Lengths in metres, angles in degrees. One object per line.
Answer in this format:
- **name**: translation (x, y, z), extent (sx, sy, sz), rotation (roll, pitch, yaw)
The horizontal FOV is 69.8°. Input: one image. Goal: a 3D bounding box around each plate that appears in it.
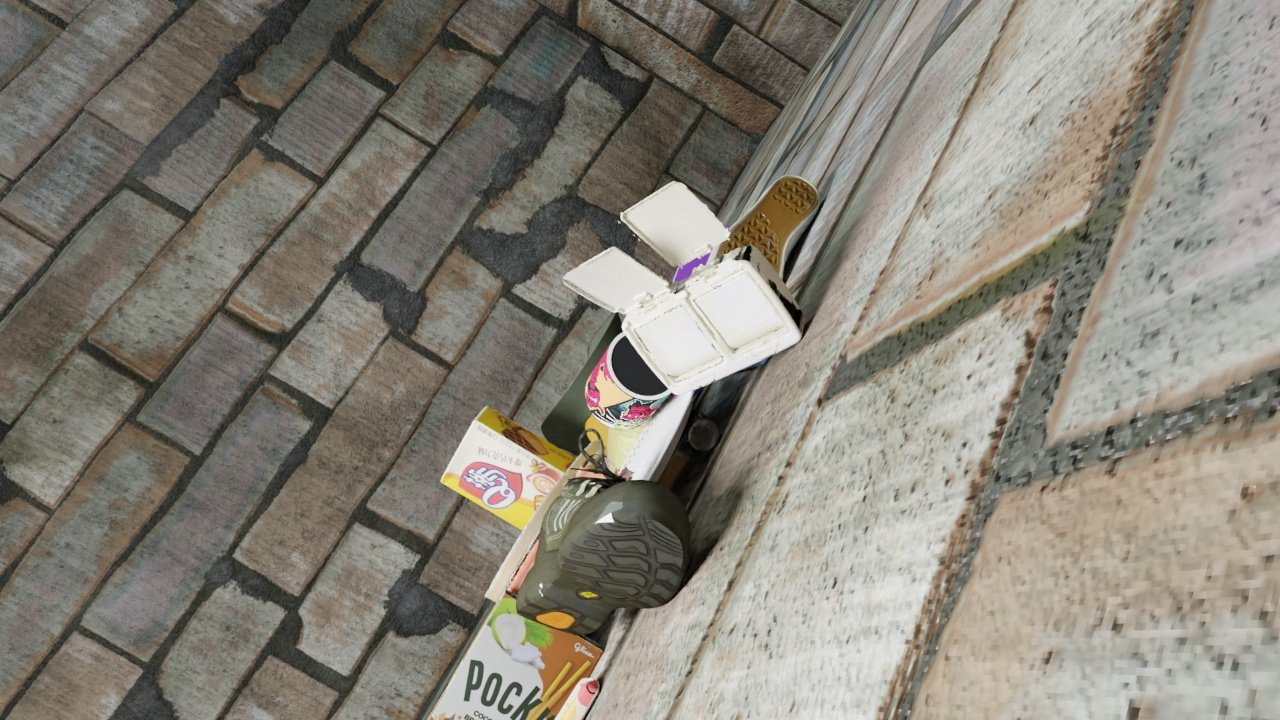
- **plate**: translation (0.005, 0.106, 0.929), extent (0.242, 0.016, 0.242), rotation (-59, 4, 6)
- **plate**: translation (-0.015, 0.087, 1.122), extent (0.184, 0.036, 0.184), rotation (-173, 91, -78)

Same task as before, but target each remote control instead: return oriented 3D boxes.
- **remote control**: translation (-0.071, 0.310, 0.733), extent (0.125, 0.018, 0.038), rotation (-57, 3, -13)

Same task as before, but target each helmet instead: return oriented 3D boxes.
- **helmet**: translation (-0.050, 0.068, 1.457), extent (0.269, 0.154, 0.226), rotation (-50, 9, 40)

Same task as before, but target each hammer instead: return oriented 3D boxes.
- **hammer**: translation (-0.020, 0.195, 0.929), extent (0.330, 0.033, 0.132), rotation (-59, 5, 2)

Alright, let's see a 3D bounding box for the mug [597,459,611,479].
- **mug**: translation (-0.048, 0.162, 1.325), extent (0.115, 0.068, 0.094), rotation (-58, 3, 2)

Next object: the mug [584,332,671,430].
- **mug**: translation (-0.006, 0.006, 1.002), extent (0.098, 0.082, 0.117), rotation (127, 158, -62)

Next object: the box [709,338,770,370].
- **box**: translation (0.089, -0.026, 0.962), extent (0.085, 0.073, 0.209), rotation (-55, 3, -6)

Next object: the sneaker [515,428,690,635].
- **sneaker**: translation (-0.018, 0.126, 0.742), extent (0.239, 0.101, 0.142), rotation (-47, 22, 51)

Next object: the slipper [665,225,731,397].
- **slipper**: translation (0.076, -0.059, 1.241), extent (0.265, 0.107, 0.084), rotation (-65, 5, -23)

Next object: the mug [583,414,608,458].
- **mug**: translation (-0.007, 0.087, 1.268), extent (0.094, 0.100, 0.123), rotation (-55, 45, 28)

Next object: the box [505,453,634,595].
- **box**: translation (-0.071, 0.174, 0.866), extent (0.187, 0.056, 0.071), rotation (-59, -28, -7)

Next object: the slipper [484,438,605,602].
- **slipper**: translation (-0.099, 0.193, 1.095), extent (0.115, 0.052, 0.262), rotation (-61, -5, 38)

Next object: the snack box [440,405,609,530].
- **snack box**: translation (-0.144, 0.171, 1.247), extent (0.110, 0.230, 0.061), rotation (-58, 3, 18)

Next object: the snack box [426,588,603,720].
- **snack box**: translation (-0.124, 0.309, 0.804), extent (0.185, 0.101, 0.032), rotation (-59, 3, -10)

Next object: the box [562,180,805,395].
- **box**: translation (0.036, -0.055, 0.786), extent (0.145, 0.187, 0.057), rotation (-28, 32, 31)

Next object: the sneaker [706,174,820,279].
- **sneaker**: translation (0.136, -0.125, 1.085), extent (0.234, 0.087, 0.079), rotation (-55, -6, -33)
